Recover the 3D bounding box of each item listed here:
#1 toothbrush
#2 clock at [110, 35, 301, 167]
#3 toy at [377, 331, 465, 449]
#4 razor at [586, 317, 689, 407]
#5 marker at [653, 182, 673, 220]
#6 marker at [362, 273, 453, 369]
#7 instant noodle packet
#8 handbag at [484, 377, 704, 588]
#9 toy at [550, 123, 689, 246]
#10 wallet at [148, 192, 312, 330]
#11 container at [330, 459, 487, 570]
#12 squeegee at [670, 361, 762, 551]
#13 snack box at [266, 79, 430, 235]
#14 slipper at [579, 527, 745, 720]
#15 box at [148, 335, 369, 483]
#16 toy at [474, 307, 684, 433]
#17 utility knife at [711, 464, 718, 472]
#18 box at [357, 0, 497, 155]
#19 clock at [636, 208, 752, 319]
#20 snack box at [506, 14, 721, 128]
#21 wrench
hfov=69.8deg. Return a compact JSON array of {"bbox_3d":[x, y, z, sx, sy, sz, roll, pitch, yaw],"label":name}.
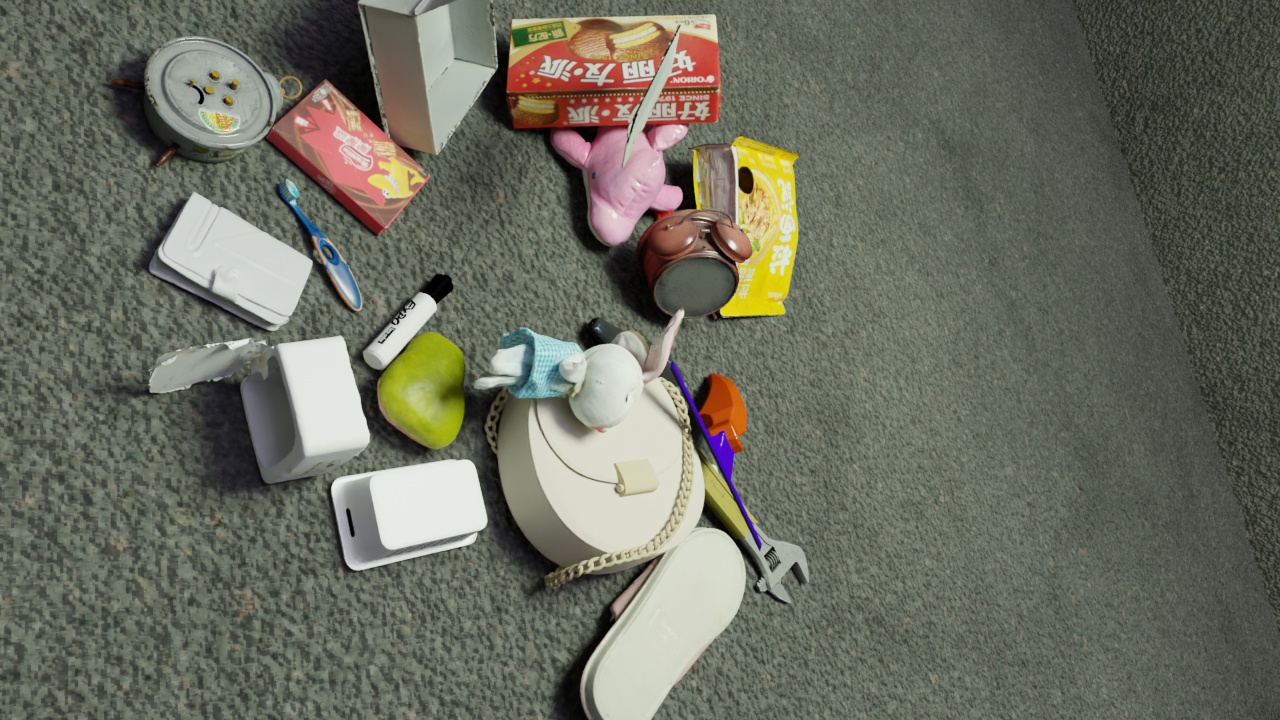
[{"bbox_3d":[-0.290,-0.105,0.836,0.021,0.017,0.135,-35,96,-42],"label":"toothbrush"},{"bbox_3d":[-0.362,-0.227,0.796,0.147,0.056,0.104,-30,93,-43],"label":"clock"},{"bbox_3d":[-0.194,0.023,0.844,0.090,0.051,0.109,40,48,-26],"label":"toy"},{"bbox_3d":[-0.006,0.006,1.026,0.140,0.053,0.063,37,84,-16],"label":"razor"},{"bbox_3d":[0.015,-0.240,1.166,0.023,0.021,0.145,-12,80,-14],"label":"marker"},{"bbox_3d":[-0.216,-0.040,0.869,0.025,0.025,0.125,47,48,-17],"label":"marker"},{"bbox_3d":[0.144,-0.168,1.204,0.162,0.084,0.221,-5,92,-53],"label":"instant noodle packet"},{"bbox_3d":[-0.041,0.107,0.926,0.210,0.104,0.208,-2,66,-43],"label":"handbag"},{"bbox_3d":[0.000,-0.257,1.081,0.186,0.128,0.265,25,58,-29],"label":"toy"},{"bbox_3d":[-0.340,-0.084,0.772,0.116,0.032,0.086,28,53,-31],"label":"wallet"},{"bbox_3d":[-0.194,0.128,0.799,0.129,0.050,0.080,-5,76,-43],"label":"container"},{"bbox_3d":[0.093,0.063,1.043,0.184,0.055,0.250,-92,158,-64],"label":"squeegee"},{"bbox_3d":[-0.277,-0.195,0.882,0.133,0.021,0.089,43,49,-20],"label":"snack box"},{"bbox_3d":[0.022,0.268,0.932,0.273,0.055,0.114,-38,99,-47],"label":"slipper"},{"bbox_3d":[-0.301,0.032,0.704,0.136,0.109,0.124,-9,77,-45],"label":"box"},{"bbox_3d":[-0.053,0.015,0.839,0.205,0.131,0.105,-7,80,-36],"label":"toy"},{"bbox_3d":[0.042,0.140,1.034,0.128,0.015,0.022,-11,104,-42],"label":"utility knife"},{"bbox_3d":[-0.134,-0.347,0.831,0.150,0.370,0.166,39,51,-24],"label":"box"},{"bbox_3d":[0.060,-0.117,1.056,0.120,0.158,0.072,1,48,-14],"label":"clock"},{"bbox_3d":[-0.030,-0.326,1.035,0.236,0.060,0.113,-1,62,2],"label":"snack box"},{"bbox_3d":[0.114,0.181,1.063,0.273,0.018,0.083,53,52,-20],"label":"wrench"}]
